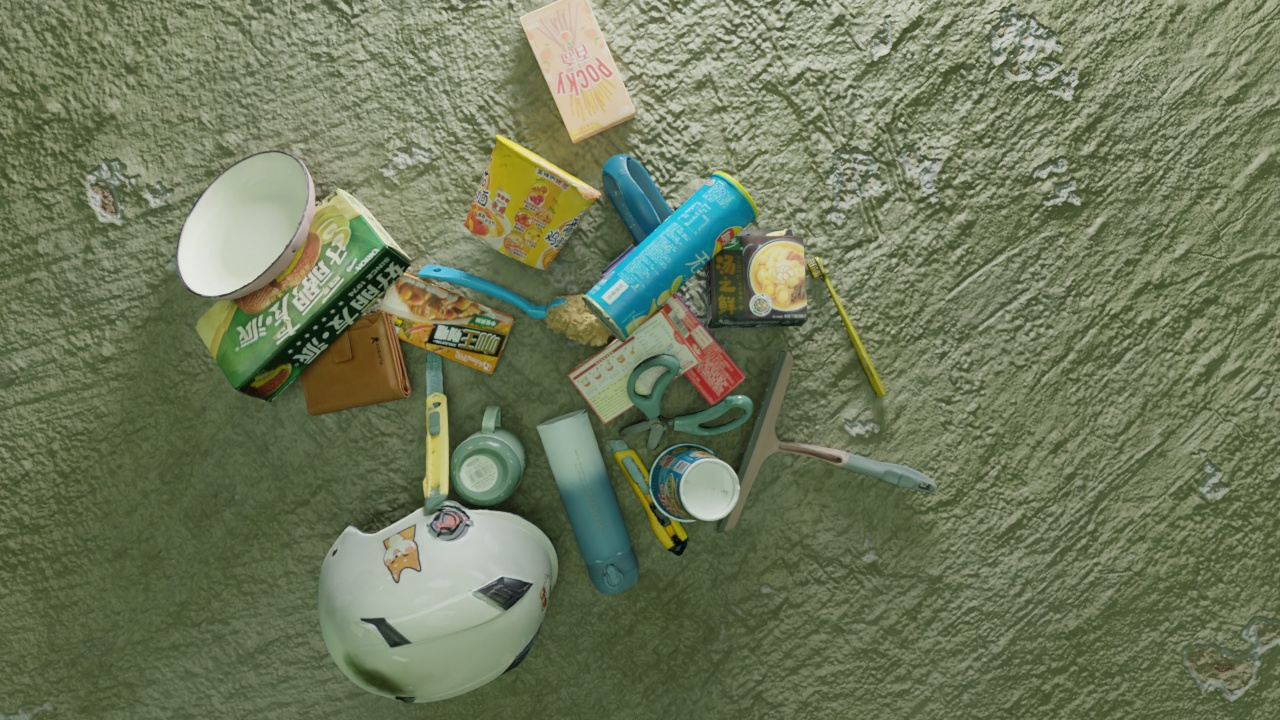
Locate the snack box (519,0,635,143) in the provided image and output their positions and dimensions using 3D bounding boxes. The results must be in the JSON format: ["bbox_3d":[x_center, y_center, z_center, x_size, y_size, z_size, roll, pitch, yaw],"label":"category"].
[{"bbox_3d":[-0.074,-0.348,1.091,0.084,0.026,0.157,-24,93,0],"label":"snack box"}]

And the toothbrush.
[{"bbox_3d":[0.252,-0.039,1.125,0.016,0.015,0.190,-27,94,4],"label":"toothbrush"}]

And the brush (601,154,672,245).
[{"bbox_3d":[0.003,-0.177,1.080,0.055,0.073,0.144,-31,95,8],"label":"brush"}]

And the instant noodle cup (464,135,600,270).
[{"bbox_3d":[-0.130,-0.176,1.051,0.138,0.138,0.110,30,100,-3],"label":"instant noodle cup"}]

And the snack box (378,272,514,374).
[{"bbox_3d":[-0.235,-0.046,1.105,0.154,0.026,0.075,22,93,-3],"label":"snack box"}]

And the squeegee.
[{"bbox_3d":[0.244,0.124,1.123,0.249,0.040,0.248,14,109,-8],"label":"squeegee"}]

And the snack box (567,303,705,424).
[{"bbox_3d":[-0.006,0.006,1.078,0.156,0.027,0.077,-34,97,29],"label":"snack box"}]

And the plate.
[{"bbox_3d":[-0.444,-0.150,1.049,0.193,0.039,0.192,-11,63,21],"label":"plate"}]

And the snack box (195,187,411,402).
[{"bbox_3d":[-0.389,-0.075,1.060,0.240,0.063,0.114,-43,65,1],"label":"snack box"}]

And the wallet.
[{"bbox_3d":[-0.344,0.003,1.087,0.132,0.031,0.108,-10,94,15],"label":"wallet"}]

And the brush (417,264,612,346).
[{"bbox_3d":[-0.142,-0.073,1.090,0.255,0.083,0.046,18,126,4],"label":"brush"}]

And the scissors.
[{"bbox_3d":[0.036,0.047,1.063,0.170,0.019,0.181,-16,135,22],"label":"scissors"}]

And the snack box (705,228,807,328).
[{"bbox_3d":[0.134,-0.102,1.086,0.113,0.053,0.125,-2,82,-3],"label":"snack box"}]

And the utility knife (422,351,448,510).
[{"bbox_3d":[-0.237,0.076,1.061,0.031,0.022,0.212,-9,51,-1],"label":"utility knife"}]

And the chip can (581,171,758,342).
[{"bbox_3d":[0.034,-0.116,1.025,0.210,0.071,0.071,-44,94,-6],"label":"chip can"}]

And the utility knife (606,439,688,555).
[{"bbox_3d":[0.009,0.167,1.130,0.033,0.015,0.170,-32,94,-2],"label":"utility knife"}]

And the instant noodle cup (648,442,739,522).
[{"bbox_3d":[0.068,0.146,1.076,0.099,0.110,0.099,1,87,-10],"label":"instant noodle cup"}]

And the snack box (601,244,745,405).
[{"bbox_3d":[0.039,-0.043,1.098,0.058,0.057,0.207,-40,94,3],"label":"snack box"}]

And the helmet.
[{"bbox_3d":[-0.228,0.288,1.023,0.274,0.156,0.230,-6,124,-1],"label":"helmet"}]

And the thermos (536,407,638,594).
[{"bbox_3d":[-0.059,0.170,1.102,0.070,0.070,0.220,-19,93,-1],"label":"thermos"}]

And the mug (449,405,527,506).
[{"bbox_3d":[-0.176,0.109,1.076,0.082,0.106,0.112,4,93,-1],"label":"mug"}]
